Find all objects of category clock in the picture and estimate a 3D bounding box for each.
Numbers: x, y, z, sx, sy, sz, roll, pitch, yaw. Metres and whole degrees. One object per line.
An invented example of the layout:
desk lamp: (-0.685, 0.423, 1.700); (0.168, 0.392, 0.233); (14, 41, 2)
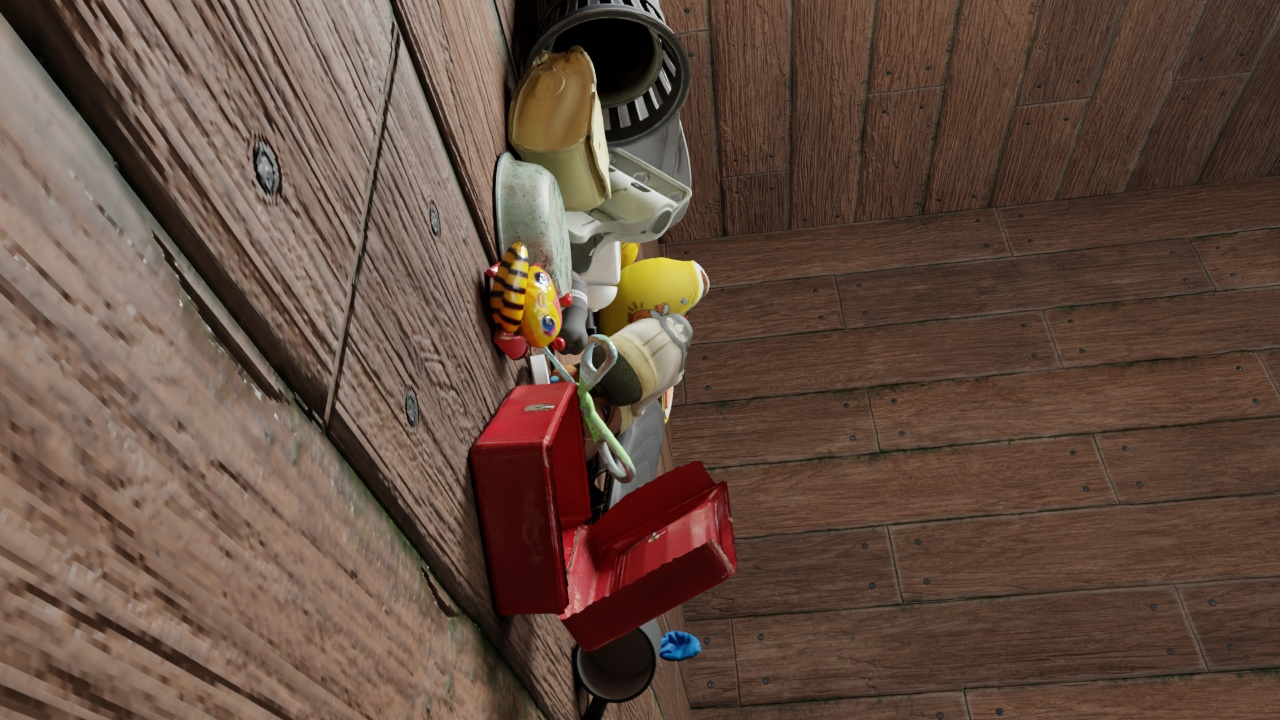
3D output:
clock: (-0.061, -0.150, 1.096); (0.125, 0.073, 0.161); (-88, 178, -60)

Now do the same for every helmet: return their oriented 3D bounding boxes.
helmet: (-0.043, -0.285, 1.148); (0.184, 0.117, 0.271); (-6, -77, 63)
helmet: (0.004, -0.040, 1.326); (0.209, 0.140, 0.240); (-47, 153, -78)

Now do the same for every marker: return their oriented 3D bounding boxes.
marker: (-0.059, 0.000, 1.189); (0.016, 0.016, 0.140); (-6, 90, -86)

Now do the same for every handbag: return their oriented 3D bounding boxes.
handbag: (-0.071, -0.214, 0.851); (0.119, 0.081, 0.111); (74, 18, -70)

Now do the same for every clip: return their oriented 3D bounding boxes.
clip: (-0.036, -0.158, 0.939); (0.142, 0.125, 0.073); (-44, 150, -21)

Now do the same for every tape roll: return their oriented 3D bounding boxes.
tape roll: (-0.079, 0.041, 0.767); (0.093, 0.013, 0.093); (169, -89, -84)

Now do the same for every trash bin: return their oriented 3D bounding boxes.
trash bin: (-0.044, -0.362, 0.963); (0.164, 0.164, 0.227); (78, 4, -55)

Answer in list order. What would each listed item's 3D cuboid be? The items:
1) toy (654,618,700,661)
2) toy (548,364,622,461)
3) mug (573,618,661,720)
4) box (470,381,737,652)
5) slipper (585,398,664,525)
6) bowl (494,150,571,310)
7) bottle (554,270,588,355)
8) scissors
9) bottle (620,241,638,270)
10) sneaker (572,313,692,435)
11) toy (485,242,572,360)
toy: (0.007, 0.322, 1.150); (0.071, 0.112, 0.176); (157, -81, -80)
toy: (-0.069, 0.055, 0.874); (0.102, 0.071, 0.090); (-45, 120, -55)
mug: (-0.027, 0.300, 0.899); (0.088, 0.078, 0.113); (41, 70, -84)
box: (-0.044, 0.092, 0.649); (0.168, 0.154, 0.157); (52, 10, -11)
slipper: (-0.027, 0.151, 1.061); (0.113, 0.076, 0.267); (42, 46, -45)
bowl: (-0.087, -0.102, 0.788); (0.157, 0.038, 0.157); (-4, 88, -86)
bottle: (-0.072, -0.057, 0.944); (0.036, 0.036, 0.109); (78, 8, -56)
scissors: (-0.048, 0.029, 0.770); (0.171, 0.022, 0.174); (50, -31, 29)
bottle: (-0.041, -0.178, 1.309); (0.164, 0.071, 0.071); (74, 11, -67)
sneaker: (-0.006, 0.006, 0.951); (0.089, 0.102, 0.242); (50, -18, 3)
toy: (-0.086, -0.043, 0.688); (0.103, 0.046, 0.084); (53, 53, -63)
